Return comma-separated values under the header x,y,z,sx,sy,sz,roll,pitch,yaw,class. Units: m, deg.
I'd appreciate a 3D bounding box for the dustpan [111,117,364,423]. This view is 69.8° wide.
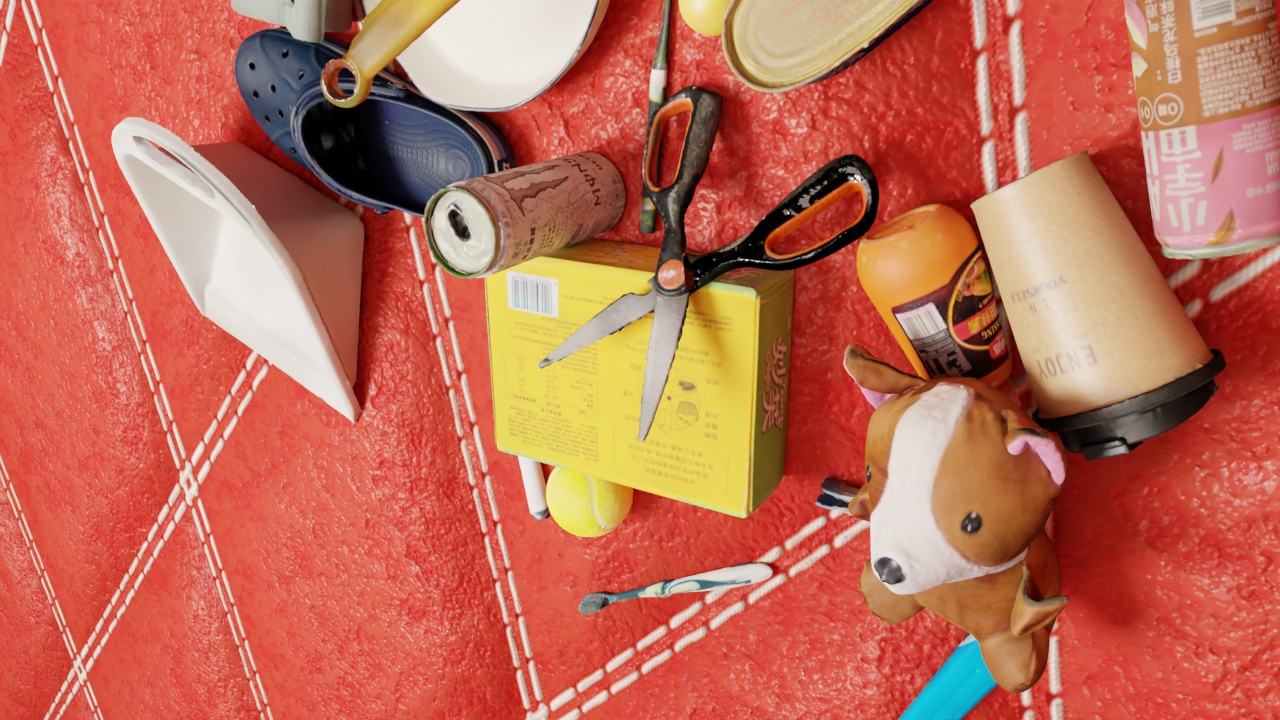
x,y,z,sx,sy,sz,roll,pitch,yaw,class
-0.348,-0.078,0.773,0.223,0.142,0.258,31,121,18,dustpan

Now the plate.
x,y,z,sx,sy,sz,roll,pitch,yaw,class
-0.101,-0.270,0.603,0.205,0.045,0.205,12,114,28,plate

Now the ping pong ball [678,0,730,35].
x,y,z,sx,sy,sz,roll,pitch,yaw,class
0.043,-0.212,0.540,0.040,0.040,0.040,12,114,27,ping pong ball

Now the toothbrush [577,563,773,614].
x,y,z,sx,sy,sz,roll,pitch,yaw,class
0.022,0.181,0.722,0.192,0.018,0.016,-20,97,36,toothbrush

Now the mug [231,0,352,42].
x,y,z,sx,sy,sz,roll,pitch,yaw,class
-0.238,-0.289,0.644,0.124,0.083,0.103,47,131,49,mug

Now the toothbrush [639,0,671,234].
x,y,z,sx,sy,sz,roll,pitch,yaw,class
0.008,-0.172,0.592,0.012,0.017,0.186,-130,39,-58,toothbrush

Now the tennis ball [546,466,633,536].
x,y,z,sx,sy,sz,roll,pitch,yaw,class
-0.038,0.101,0.698,0.065,0.065,0.065,12,114,27,tennis ball

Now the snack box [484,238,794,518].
x,y,z,sx,sy,sz,roll,pitch,yaw,class
-0.004,0.004,0.635,0.210,0.069,0.158,11,114,28,snack box

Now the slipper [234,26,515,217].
x,y,z,sx,sy,sz,roll,pitch,yaw,class
-0.213,-0.166,0.685,0.253,0.095,0.105,27,118,16,slipper

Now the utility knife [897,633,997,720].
x,y,z,sx,sy,sz,roll,pitch,yaw,class
0.193,0.262,0.647,0.034,0.018,0.224,35,122,14,utility knife

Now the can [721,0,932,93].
x,y,z,sx,sy,sz,roll,pitch,yaw,class
0.113,-0.205,0.494,0.149,0.049,0.074,-35,89,36,can

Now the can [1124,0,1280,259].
x,y,z,sx,sy,sz,roll,pitch,yaw,class
0.264,-0.125,0.427,0.058,0.057,0.147,-6,105,33,can

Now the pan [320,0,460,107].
x,y,z,sx,sy,sz,roll,pitch,yaw,class
-0.042,-0.263,0.494,0.358,0.078,0.197,-38,95,21,pan

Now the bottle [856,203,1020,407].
x,y,z,sx,sy,sz,roll,pitch,yaw,class
0.179,-0.013,0.525,0.067,0.066,0.149,-19,105,35,bottle

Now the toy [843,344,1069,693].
x,y,z,sx,sy,sz,roll,pitch,yaw,class
0.169,0.088,0.501,0.140,0.130,0.200,23,141,38,toy

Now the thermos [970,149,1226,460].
x,y,z,sx,sy,sz,roll,pitch,yaw,class
0.229,-0.029,0.472,0.093,0.092,0.143,-25,87,36,thermos

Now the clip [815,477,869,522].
x,y,z,sx,sy,sz,roll,pitch,yaw,class
0.146,0.094,0.608,0.058,0.025,0.036,20,110,24,clip

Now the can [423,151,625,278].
x,y,z,sx,sy,sz,roll,pitch,yaw,class
-0.069,-0.096,0.589,0.058,0.146,0.058,12,114,28,can

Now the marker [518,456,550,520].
x,y,z,sx,sy,sz,roll,pitch,yaw,class
-0.092,0.069,0.748,0.023,0.018,0.131,-5,106,23,marker

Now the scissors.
x,y,z,sx,sy,sz,roll,pitch,yaw,class
0.034,-0.068,0.544,0.233,0.021,0.220,-13,69,21,scissors
